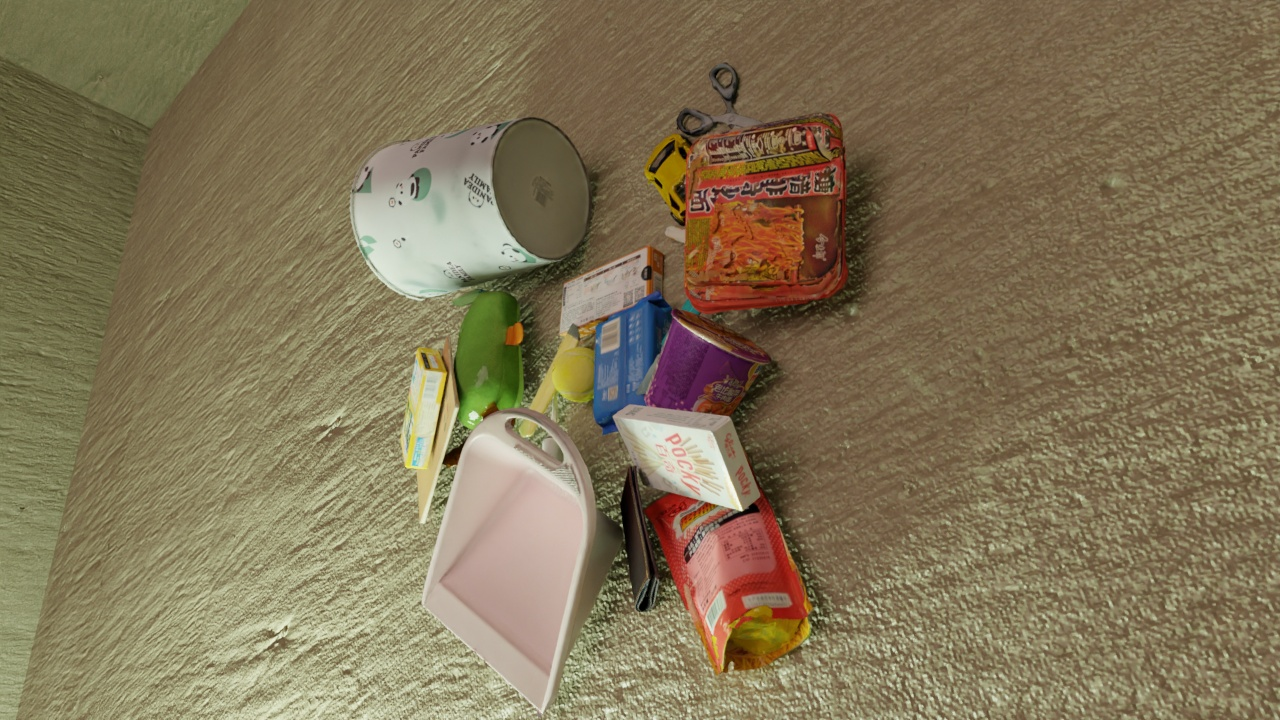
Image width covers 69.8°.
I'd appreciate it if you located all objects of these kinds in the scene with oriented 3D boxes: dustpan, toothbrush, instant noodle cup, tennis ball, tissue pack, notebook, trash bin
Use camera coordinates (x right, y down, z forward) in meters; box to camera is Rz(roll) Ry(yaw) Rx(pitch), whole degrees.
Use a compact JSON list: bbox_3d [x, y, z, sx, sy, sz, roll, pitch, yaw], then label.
[{"bbox_3d":[-0.144,0.195,0.974,0.223,0.139,0.273,25,80,34],"label":"dustpan"},{"bbox_3d":[0.085,-0.125,1.026,0.191,0.018,0.016,29,89,51],"label":"toothbrush"},{"bbox_3d":[-0.106,0.123,1.089,0.027,0.026,0.220,-2,65,7],"label":"toothbrush"},{"bbox_3d":[0.061,0.016,0.920,0.111,0.111,0.099,39,109,48],"label":"instant noodle cup"},{"bbox_3d":[-0.071,0.017,1.076,0.066,0.065,0.065,-22,57,37],"label":"tennis ball"},{"bbox_3d":[-0.006,0.006,1.025,0.095,0.052,0.157,-21,58,40],"label":"tissue pack"},{"bbox_3d":[-0.271,0.091,1.213,0.147,0.008,0.208,-111,35,-50],"label":"notebook"},{"bbox_3d":[0.129,-0.138,0.909,0.165,0.079,0.188,-3,79,27],"label":"instant noodle cup"},{"bbox_3d":[-0.217,-0.208,1.228,0.252,0.229,0.229,-5,67,38],"label":"trash bin"}]

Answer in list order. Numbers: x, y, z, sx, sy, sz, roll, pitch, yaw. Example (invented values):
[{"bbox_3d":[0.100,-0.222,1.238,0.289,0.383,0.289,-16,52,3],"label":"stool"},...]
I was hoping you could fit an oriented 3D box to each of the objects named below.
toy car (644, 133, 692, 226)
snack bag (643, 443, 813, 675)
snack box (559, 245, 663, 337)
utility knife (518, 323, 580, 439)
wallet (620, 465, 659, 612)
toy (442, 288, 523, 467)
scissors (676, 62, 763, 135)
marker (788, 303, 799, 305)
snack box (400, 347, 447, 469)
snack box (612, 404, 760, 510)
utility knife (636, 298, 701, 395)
[{"bbox_3d":[0.046,-0.219,1.090,0.071,0.041,0.155,-46,43,19],"label":"toy car"},{"bbox_3d":[0.079,0.178,0.852,0.129,0.073,0.207,-41,38,15],"label":"snack bag"},{"bbox_3d":[-0.038,-0.080,1.118,0.154,0.026,0.075,-18,59,40],"label":"snack box"},{"bbox_3d":[-0.113,0.031,1.115,0.031,0.018,0.165,28,86,48],"label":"utility knife"},{"bbox_3d":[-0.003,0.180,0.925,0.097,0.020,0.122,102,160,-55],"label":"wallet"},{"bbox_3d":[-0.198,0.011,1.190,0.228,0.090,0.246,-34,47,49],"label":"toy"},{"bbox_3d":[0.104,-0.288,1.084,0.160,0.014,0.174,-12,64,41],"label":"scissors"},{"bbox_3d":[0.110,-0.069,0.970,0.145,0.017,0.017,8,77,47],"label":"marker"},{"bbox_3d":[-0.287,0.062,1.206,0.087,0.033,0.140,-134,57,-63],"label":"snack box"},{"bbox_3d":[0.040,0.088,0.870,0.026,0.085,0.157,-33,20,-29],"label":"snack box"},{"bbox_3d":[0.051,-0.049,0.976,0.029,0.013,0.205,22,76,44],"label":"utility knife"}]
